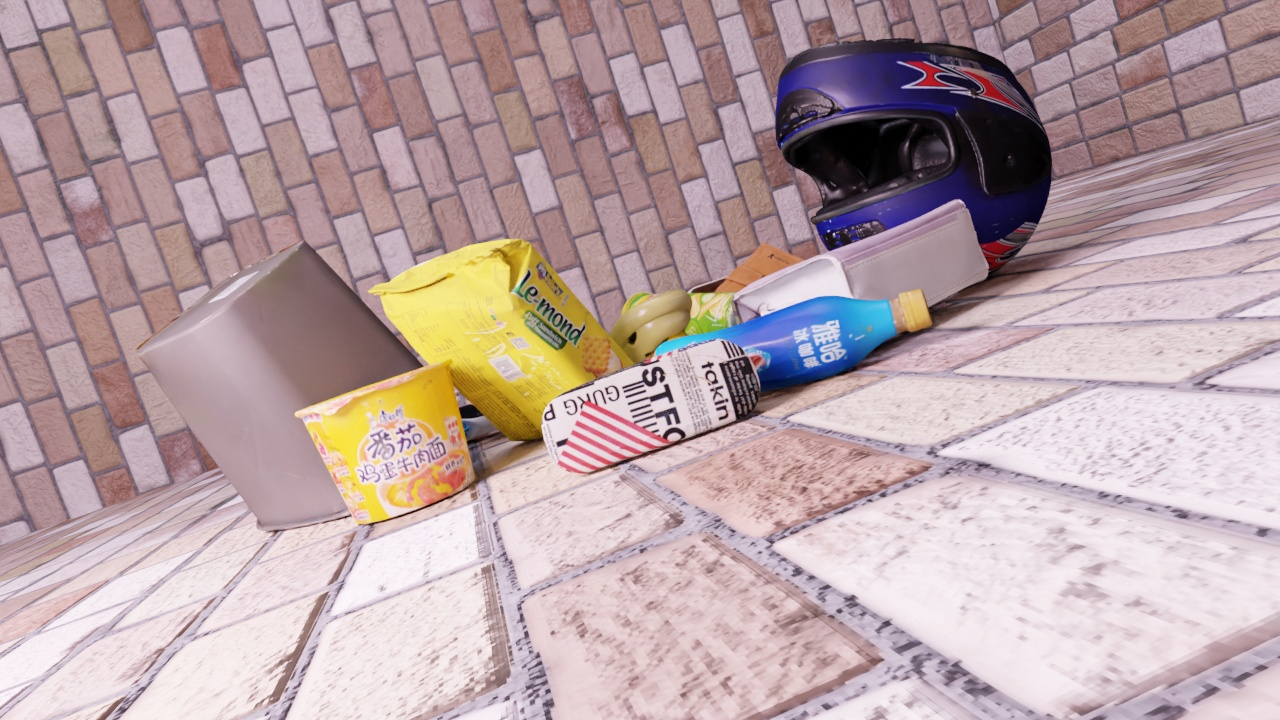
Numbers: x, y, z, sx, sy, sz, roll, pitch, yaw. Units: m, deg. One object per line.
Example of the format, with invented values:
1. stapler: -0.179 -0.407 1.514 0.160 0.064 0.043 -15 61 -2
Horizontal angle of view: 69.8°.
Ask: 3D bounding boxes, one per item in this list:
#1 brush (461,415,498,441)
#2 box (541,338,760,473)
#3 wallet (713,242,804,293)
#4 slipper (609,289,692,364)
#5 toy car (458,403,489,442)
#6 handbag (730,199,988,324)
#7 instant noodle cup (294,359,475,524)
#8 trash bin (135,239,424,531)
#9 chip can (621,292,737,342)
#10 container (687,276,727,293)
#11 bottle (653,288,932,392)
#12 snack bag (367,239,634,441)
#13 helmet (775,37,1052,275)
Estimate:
1. brush: -0.199 0.079 1.052 0.315 0.060 0.109 -14 2 17
2. box: 0.005 0.031 0.688 0.163 0.075 0.081 -21 -5 -3
3. wallet: 0.161 -0.093 1.212 0.131 0.031 0.108 -43 49 -17
4. slipper: 0.006 0.003 0.965 0.091 0.081 0.191 -26 -18 -41
5. toy car: -0.230 0.082 1.136 0.122 0.037 0.056 -13 33 17
6. handbag: 0.203 -0.067 0.848 0.196 0.098 0.145 -23 8 -35
7. instant noodle cup: -0.212 0.072 0.794 0.138 0.110 0.138 -18 4 1
8. trash bin: -0.343 0.020 0.910 0.199 0.220 0.198 -15 28 36
9. chip can: 0.067 -0.053 1.184 0.072 0.072 0.222 -22 16 -36
10. container: 0.105 -0.065 1.302 0.090 0.090 0.111 -20 2 -13
11. bottle: 0.119 -0.012 0.731 0.219 0.065 0.065 -17 5 21
12. snack bag: -0.118 -0.009 0.862 0.158 0.246 0.068 -14 46 27
13. helmet: 0.297 -0.198 1.010 0.315 0.240 0.248 2 -7 -27
